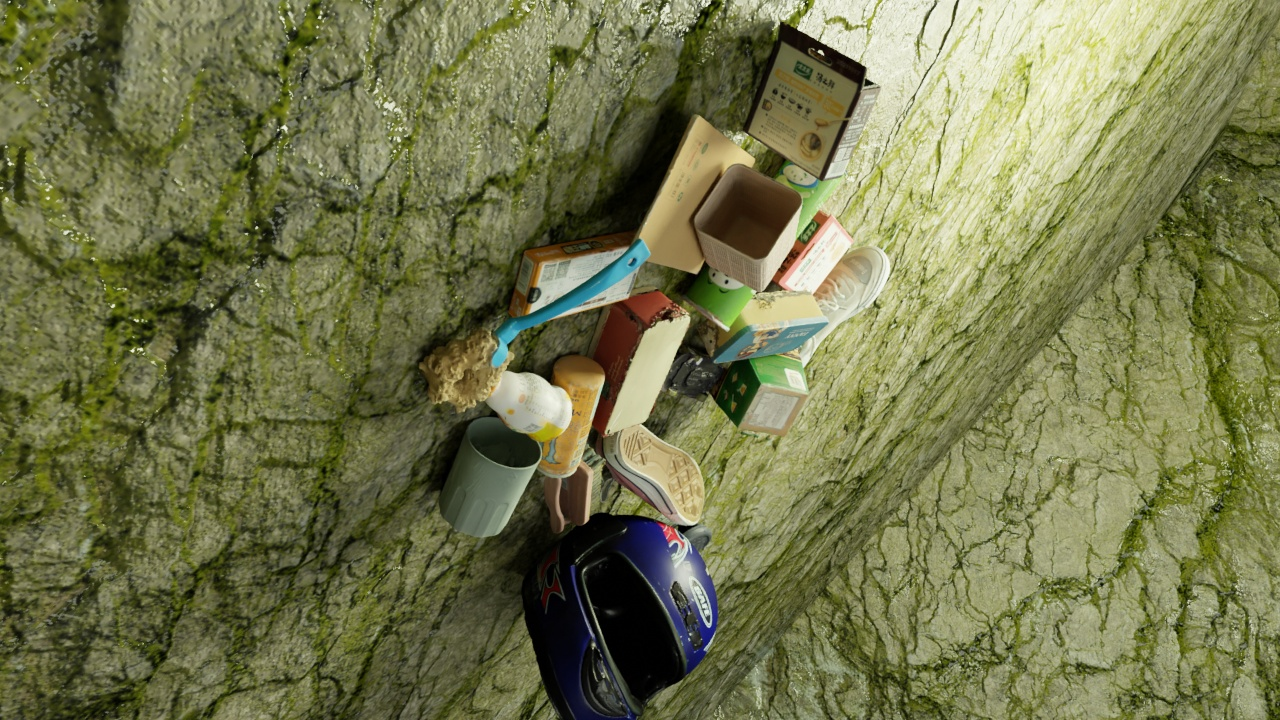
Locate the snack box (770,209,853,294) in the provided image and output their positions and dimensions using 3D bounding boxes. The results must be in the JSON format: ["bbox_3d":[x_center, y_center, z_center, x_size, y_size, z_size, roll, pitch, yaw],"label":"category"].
[{"bbox_3d":[0.224,-0.145,1.243,0.113,0.044,0.127,-53,153,8],"label":"snack box"}]

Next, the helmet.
[{"bbox_3d":[-0.016,0.335,1.225,0.240,0.247,0.315,-25,-169,-2],"label":"helmet"}]

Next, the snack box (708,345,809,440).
[{"bbox_3d":[0.173,0.039,1.283,0.118,0.105,0.118,11,121,-22],"label":"snack box"}]

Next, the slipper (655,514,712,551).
[{"bbox_3d":[0.036,0.306,1.515,0.110,0.083,0.269,-28,165,-20],"label":"slipper"}]

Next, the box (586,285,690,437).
[{"bbox_3d":[-0.007,0.006,1.060,0.091,0.080,0.169,-17,139,-44],"label":"box"}]

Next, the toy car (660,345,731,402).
[{"bbox_3d":[0.068,0.014,1.219,0.070,0.042,0.158,-56,153,13],"label":"toy car"}]

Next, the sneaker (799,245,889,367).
[{"bbox_3d":[0.259,-0.078,1.343,0.242,0.089,0.090,-49,149,13],"label":"sneaker"}]

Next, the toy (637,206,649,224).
[{"bbox_3d":[0.027,-0.152,0.961,0.096,0.030,0.092,-44,151,-37],"label":"toy"}]

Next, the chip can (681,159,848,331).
[{"bbox_3d":[0.147,-0.148,1.098,0.236,0.072,0.072,-53,152,7],"label":"chip can"}]

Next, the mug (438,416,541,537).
[{"bbox_3d":[-0.157,0.118,0.998,0.104,0.083,0.123,-63,174,26],"label":"mug"}]

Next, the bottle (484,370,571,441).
[{"bbox_3d":[-0.122,0.042,0.950,0.108,0.063,0.063,33,98,-43],"label":"bottle"}]

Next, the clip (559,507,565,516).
[{"bbox_3d":[-0.093,0.193,1.235,0.056,0.043,0.014,-32,147,-23],"label":"clip"}]

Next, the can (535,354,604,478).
[{"bbox_3d":[-0.083,0.065,1.045,0.058,0.058,0.146,-22,142,-41],"label":"can"}]

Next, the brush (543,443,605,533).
[{"bbox_3d":[-0.089,0.164,1.160,0.072,0.063,0.146,-36,152,-31],"label":"brush"}]

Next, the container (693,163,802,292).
[{"bbox_3d":[0.118,-0.139,1.003,0.089,0.090,0.111,-57,164,-10],"label":"container"}]

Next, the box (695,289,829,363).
[{"bbox_3d":[0.167,-0.047,1.218,0.183,0.059,0.090,-7,155,-37],"label":"box"}]

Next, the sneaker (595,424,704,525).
[{"bbox_3d":[0.004,0.153,1.252,0.241,0.088,0.118,43,55,-44],"label":"sneaker"}]

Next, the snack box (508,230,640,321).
[{"bbox_3d":[-0.060,-0.085,0.926,0.153,0.026,0.075,-19,140,-44],"label":"snack box"}]

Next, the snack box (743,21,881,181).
[{"bbox_3d":[0.177,-0.267,0.946,0.053,0.113,0.126,-21,142,-44],"label":"snack box"}]

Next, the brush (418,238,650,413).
[{"bbox_3d":[-0.099,-0.035,0.862,0.255,0.046,0.083,-33,145,3],"label":"brush"}]

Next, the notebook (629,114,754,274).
[{"bbox_3d":[0.058,-0.164,0.958,0.148,0.008,0.207,-63,161,11],"label":"notebook"}]
